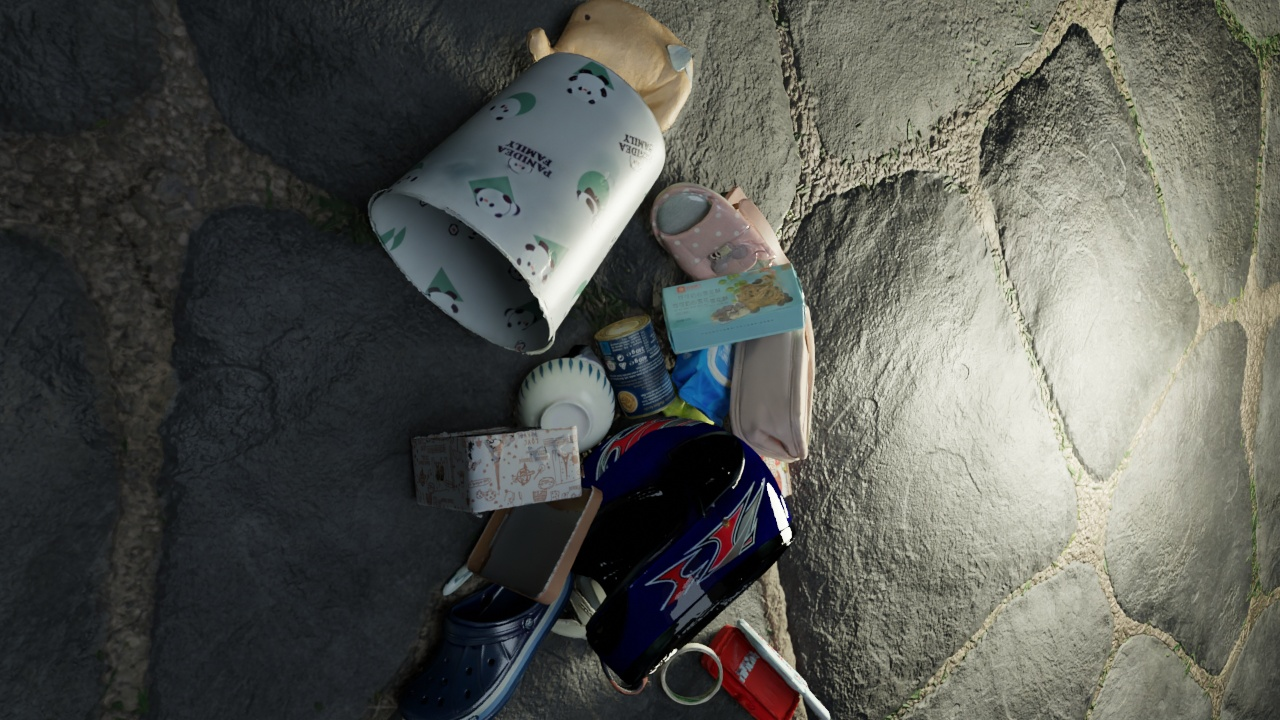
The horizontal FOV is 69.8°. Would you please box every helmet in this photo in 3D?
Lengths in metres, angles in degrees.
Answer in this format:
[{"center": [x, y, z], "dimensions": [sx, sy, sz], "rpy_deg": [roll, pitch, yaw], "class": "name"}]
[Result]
[{"center": [0.020, 0.198, 1.076], "dimensions": [0.314, 0.240, 0.248], "rpy_deg": [-28, 155, -45], "class": "helmet"}]

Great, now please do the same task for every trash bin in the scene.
[{"center": [-0.114, -0.173, 0.971], "dimensions": [0.229, 0.230, 0.251], "rpy_deg": [50, 62, -28], "class": "trash bin"}]

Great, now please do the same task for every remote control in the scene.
[{"center": [-0.041, 0.315, 1.188], "dimensions": [0.049, 0.024, 0.125], "rpy_deg": [-33, 113, -25], "class": "remote control"}]

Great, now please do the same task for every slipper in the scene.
[{"center": [-0.174, 0.313, 1.045], "dimensions": [0.252, 0.105, 0.095], "rpy_deg": [-48, 126, -24], "class": "slipper"}, {"center": [0.117, -0.127, 1.192], "dimensions": [0.274, 0.114, 0.054], "rpy_deg": [39, 34, -33], "class": "slipper"}]

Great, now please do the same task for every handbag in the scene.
[{"center": [0.201, 0.050, 1.247], "dimensions": [0.234, 0.093, 0.193], "rpy_deg": [48, 45, -56], "class": "handbag"}]

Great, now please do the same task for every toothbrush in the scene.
[{"center": [-0.163, 0.209, 1.095], "dimensions": [0.191, 0.018, 0.016], "rpy_deg": [-45, 118, -23], "class": "toothbrush"}]

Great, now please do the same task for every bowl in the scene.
[{"center": [-0.086, 0.062, 1.071], "dimensions": [0.116, 0.066, 0.116], "rpy_deg": [-2, 112, -4], "class": "bowl"}]

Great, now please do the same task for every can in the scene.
[{"center": [-0.007, 0.007, 1.145], "dimensions": [0.075, 0.075, 0.111], "rpy_deg": [-29, 110, -29], "class": "can"}]

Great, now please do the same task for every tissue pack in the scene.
[{"center": [0.096, 0.002, 1.207], "dimensions": [0.095, 0.052, 0.156], "rpy_deg": [40, 51, -31], "class": "tissue pack"}]

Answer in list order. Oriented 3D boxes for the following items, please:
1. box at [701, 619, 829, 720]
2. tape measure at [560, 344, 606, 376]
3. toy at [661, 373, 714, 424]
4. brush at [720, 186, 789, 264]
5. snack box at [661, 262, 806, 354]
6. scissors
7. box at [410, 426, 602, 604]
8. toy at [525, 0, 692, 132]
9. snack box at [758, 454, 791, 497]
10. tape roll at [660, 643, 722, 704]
[{"center": [0.187, 0.463, 1.314], "dimensions": [0.095, 0.102, 0.201], "rpy_deg": [-51, 119, -20], "class": "box"}, {"center": [-0.077, 0.022, 1.125], "dimensions": [0.065, 0.034, 0.066], "rpy_deg": [-40, 113, -22], "class": "tape measure"}, {"center": [0.067, 0.058, 1.229], "dimensions": [0.100, 0.031, 0.096], "rpy_deg": [12, 87, -34], "class": "toy"}, {"center": [0.151, -0.161, 1.236], "dimensions": [0.145, 0.073, 0.063], "rpy_deg": [49, 65, -31], "class": "brush"}, {"center": [0.117, -0.066, 1.161], "dimensions": [0.175, 0.074, 0.052], "rpy_deg": [-11, 141, 3], "class": "snack box"}, {"center": [-0.037, 0.352, 1.174], "dimensions": [0.225, 0.015, 0.189], "rpy_deg": [-8, 106, -32], "class": "scissors"}, {"center": [-0.146, 0.166, 0.997], "dimensions": [0.154, 0.183, 0.184], "rpy_deg": [-2, 87, -34], "class": "box"}, {"center": [-0.037, -0.360, 1.081], "dimensions": [0.225, 0.083, 0.143], "rpy_deg": [12, 76, -32], "class": "toy"}, {"center": [0.172, 0.131, 1.312], "dimensions": [0.075, 0.025, 0.153], "rpy_deg": [-17, 105, -32], "class": "snack box"}, {"center": [0.070, 0.430, 1.259], "dimensions": [0.086, 0.014, 0.086], "rpy_deg": [-1, 100, -5], "class": "tape roll"}]
